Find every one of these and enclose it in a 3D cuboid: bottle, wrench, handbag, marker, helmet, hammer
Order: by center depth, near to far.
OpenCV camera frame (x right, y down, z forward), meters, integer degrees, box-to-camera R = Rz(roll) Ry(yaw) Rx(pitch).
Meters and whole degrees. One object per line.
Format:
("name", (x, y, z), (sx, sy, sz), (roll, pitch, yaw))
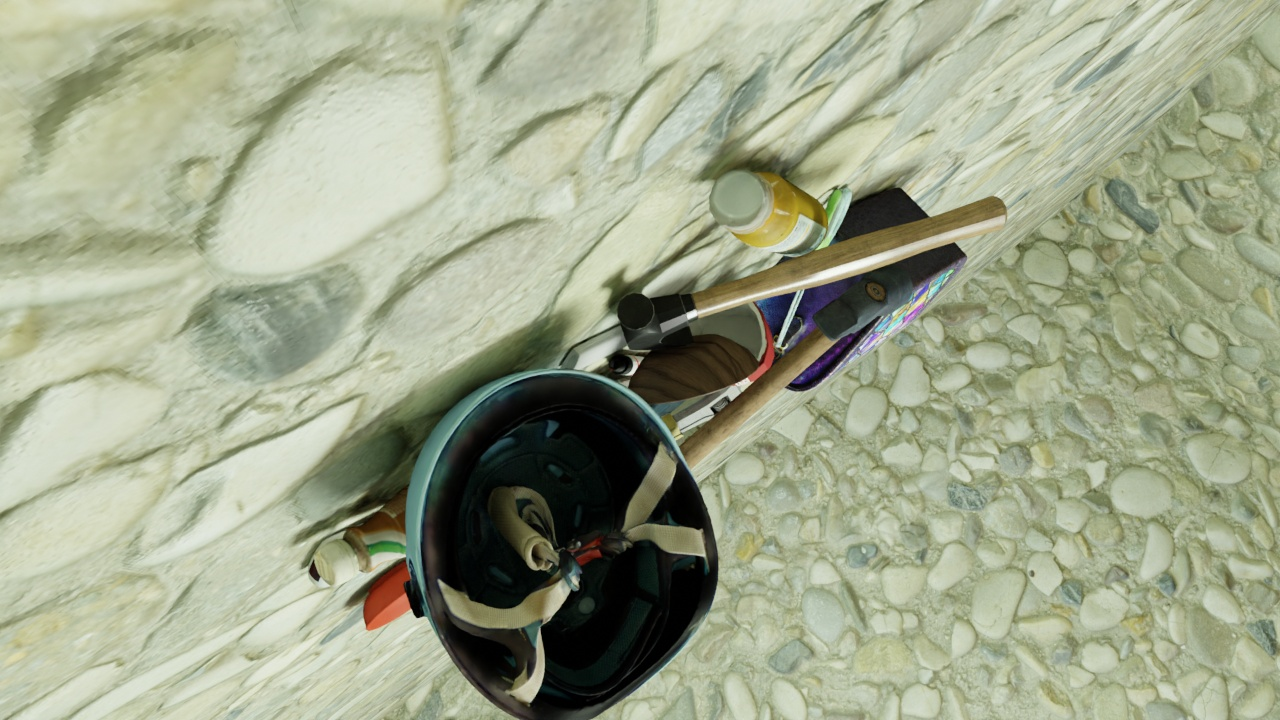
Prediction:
("bottle", (0.095, -0.108, 0.676), (0.053, 0.053, 0.185), (-42, 167, 19))
("helmet", (-0.076, 0.127, 0.691), (0.225, 0.266, 0.167), (-29, -157, -26))
("hammer", (0.132, -0.069, 0.718), (0.305, 0.040, 0.132), (-17, 174, 1))
("bottle", (-0.184, 0.131, 0.747), (0.166, 0.059, 0.059), (-26, 163, -43))
("hammer", (0.113, 0.030, 0.862), (0.129, 0.040, 0.323), (-27, 166, -45))
("marker", (-0.005, 0.005, 0.888), (0.019, 0.019, 0.145), (-40, 168, 12))
("wrench", (0.023, 0.079, 0.980), (0.273, 0.018, 0.084), (-28, 146, -9))
("handbag", (0.230, -0.069, 1.033), (0.204, 0.125, 0.223), (-28, 162, -40))

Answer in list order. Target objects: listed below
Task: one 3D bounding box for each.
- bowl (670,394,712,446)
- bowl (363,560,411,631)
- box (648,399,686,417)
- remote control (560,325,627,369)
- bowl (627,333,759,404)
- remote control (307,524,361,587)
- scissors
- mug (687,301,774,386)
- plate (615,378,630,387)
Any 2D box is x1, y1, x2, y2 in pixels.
("bowl", (0.047, 0.064, 1.098), (0.145, 0.063, 0.145), (-41, -169, 9))
("bowl", (-0.262, 0.251, 1.028), (0.122, 0.035, 0.122), (-36, 168, -9))
("box", (0.023, 0.031, 1.032), (0.209, 0.039, 0.126), (-40, -170, 10))
("remote control", (-0.013, -0.021, 0.785), (0.130, 0.012, 0.033), (-28, 164, -39))
("bowl", (0.042, 0.002, 0.802), (0.119, 0.032, 0.119), (-14, -167, 3))
("remote control", (-0.218, 0.152, 0.793), (0.138, 0.025, 0.060), (-20, 156, -42))
("scissors", (0.164, -0.088, 0.899), (0.064, 0.033, 0.174), (-35, 145, -60))
("mug", (0.071, -0.015, 0.911), (0.116, 0.080, 0.096), (-10, 172, 11))
("plate", (-0.068, 0.070, 0.910), (0.182, 0.034, 0.182), (-36, 168, -9))
